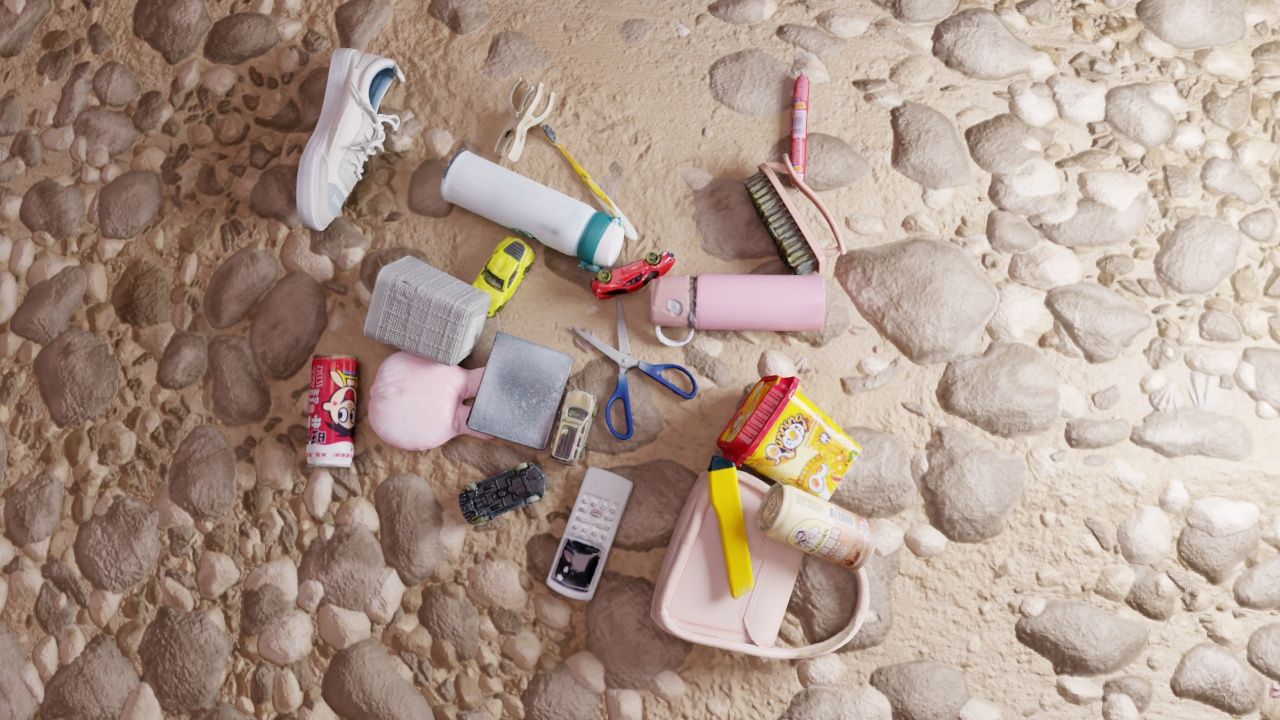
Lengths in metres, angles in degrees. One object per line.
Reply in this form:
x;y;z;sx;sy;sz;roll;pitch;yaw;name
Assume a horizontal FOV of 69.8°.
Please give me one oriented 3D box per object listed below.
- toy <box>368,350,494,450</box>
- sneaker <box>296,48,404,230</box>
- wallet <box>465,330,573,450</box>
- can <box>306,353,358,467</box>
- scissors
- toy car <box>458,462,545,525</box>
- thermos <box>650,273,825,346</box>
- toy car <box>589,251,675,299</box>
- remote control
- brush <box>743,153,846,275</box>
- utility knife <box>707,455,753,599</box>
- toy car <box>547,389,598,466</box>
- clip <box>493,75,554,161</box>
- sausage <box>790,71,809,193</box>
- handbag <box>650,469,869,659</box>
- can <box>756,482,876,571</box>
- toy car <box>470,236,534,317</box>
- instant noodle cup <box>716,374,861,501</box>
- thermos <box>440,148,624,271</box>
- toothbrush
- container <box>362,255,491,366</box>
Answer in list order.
-0.238;0.048;1.082;0.159;0.054;0.121;6;81;-7;toy
-0.351;-0.268;1.129;0.091;0.089;0.242;9;76;2;sneaker
-0.141;0.036;1.077;0.097;0.019;0.120;19;79;-9;wallet
-0.366;0.060;1.090;0.053;0.053;0.132;0;81;4;can
-0.011;0.013;1.091;0.162;0.012;0.175;10;81;7;scissors
-0.159;0.155;1.070;0.105;0.031;0.049;-22;81;2;toy car
0.111;-0.058;1.068;0.198;0.067;0.087;0;109;4;thermos
-0.007;-0.100;1.089;0.106;0.049;0.031;-22;80;1;toy car
-0.059;0.200;1.060;0.058;0.021;0.150;19;82;7;remote control
0.179;-0.172;1.078;0.073;0.063;0.145;-29;77;6;brush
0.094;0.175;0.969;0.033;0.015;0.153;-8;88;-4;utility knife
-0.079;0.077;1.075;0.042;0.035;0.090;16;80;6;toy car
-0.136;-0.296;1.127;0.084;0.034;0.104;6;81;29;clip
0.193;-0.278;1.115;0.020;0.020;0.155;3;82;5;sausage
0.143;0.240;1.016;0.234;0.093;0.193;21;83;-1;handbag
0.185;0.175;0.964;0.116;0.058;0.058;24;83;-12;can
-0.171;-0.102;1.111;0.048;0.032;0.105;33;87;8;toy car
0.166;0.091;1.019;0.123;0.116;0.116;36;85;-3;instant noodle cup
-0.127;-0.177;1.103;0.224;0.073;0.073;25;84;8;thermos
-0.064;-0.221;1.127;0.016;0.018;0.191;-38;79;0;toothbrush
-0.245;-0.055;1.072;0.114;0.090;0.090;22;111;5;container
